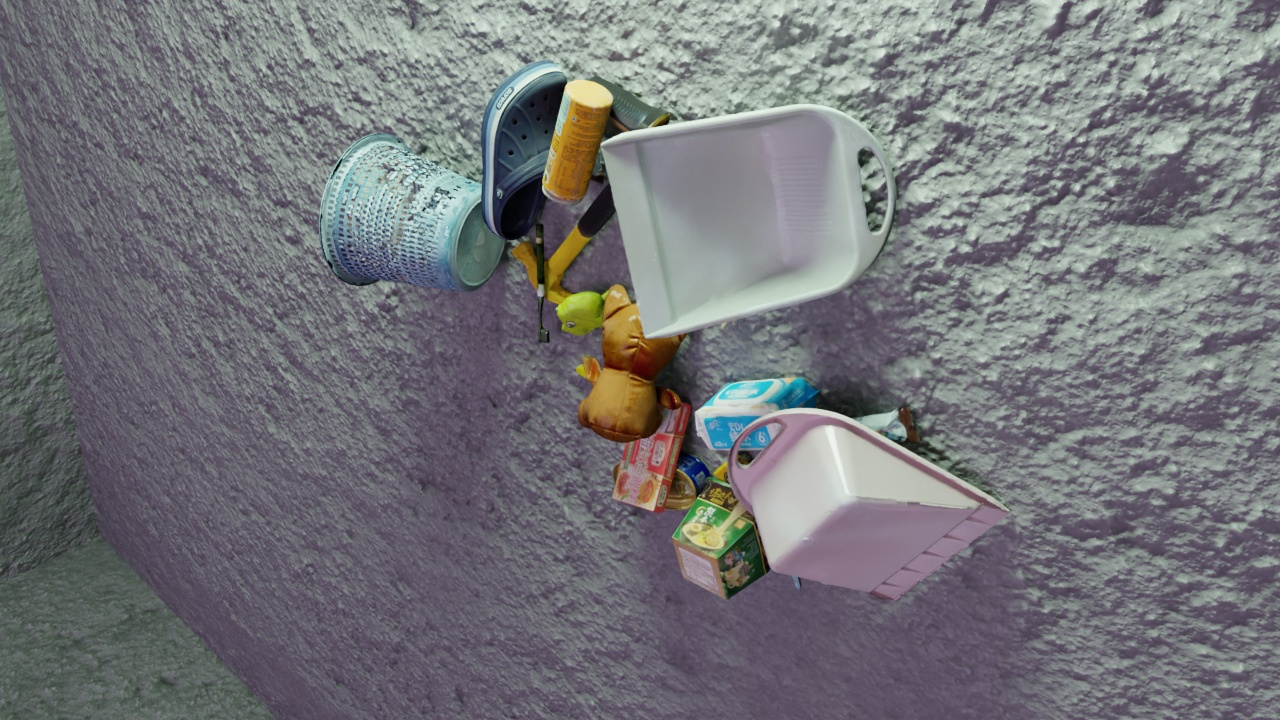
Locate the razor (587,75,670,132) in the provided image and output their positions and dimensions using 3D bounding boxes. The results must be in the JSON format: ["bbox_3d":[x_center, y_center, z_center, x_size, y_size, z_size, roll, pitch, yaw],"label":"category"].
[{"bbox_3d":[-0.010,-0.293,1.106,0.167,0.062,0.068,40,163,25],"label":"razor"}]

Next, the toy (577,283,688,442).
[{"bbox_3d":[-0.007,0.007,1.202,0.140,0.130,0.200,12,104,-2],"label":"toy"}]

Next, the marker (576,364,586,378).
[{"bbox_3d":[-0.041,0.036,1.321,0.124,0.015,0.018,27,128,24],"label":"marker"}]

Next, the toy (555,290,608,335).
[{"bbox_3d":[-0.065,-0.066,1.253,0.100,0.031,0.097,16,133,-11],"label":"toy"}]

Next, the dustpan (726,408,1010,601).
[{"bbox_3d":[0.245,0.157,1.071,0.223,0.273,0.138,-53,34,39],"label":"dustpan"}]

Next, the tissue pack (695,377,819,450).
[{"bbox_3d":[0.141,0.063,1.125,0.140,0.089,0.063,-5,112,42],"label":"tissue pack"}]

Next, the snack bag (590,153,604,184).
[{"bbox_3d":[-0.070,-0.275,1.166,0.048,0.026,0.104,24,145,35],"label":"snack bag"}]

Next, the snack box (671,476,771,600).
[{"bbox_3d":[0.106,0.242,1.214,0.118,0.105,0.118,19,134,42],"label":"snack box"}]

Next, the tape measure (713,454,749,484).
[{"bbox_3d":[0.132,0.153,1.221,0.057,0.028,0.060,47,149,7],"label":"tape measure"}]

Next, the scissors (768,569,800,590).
[{"bbox_3d":[0.191,0.248,1.231,0.125,0.017,0.134,44,136,12],"label":"scissors"}]

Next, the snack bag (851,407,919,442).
[{"bbox_3d":[0.271,0.079,1.068,0.106,0.026,0.045,-11,100,41],"label":"snack bag"}]

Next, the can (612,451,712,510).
[{"bbox_3d":[0.030,0.167,1.301,0.148,0.049,0.075,1,112,40],"label":"can"}]

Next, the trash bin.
[{"bbox_3d":[-0.308,-0.192,1.313,0.195,0.225,0.227,18,123,18],"label":"trash bin"}]

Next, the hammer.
[{"bbox_3d":[-0.071,-0.174,1.216,0.129,0.032,0.302,52,138,5],"label":"hammer"}]

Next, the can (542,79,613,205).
[{"bbox_3d":[-0.078,-0.263,1.114,0.058,0.058,0.146,40,135,18],"label":"can"}]

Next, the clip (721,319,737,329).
[{"bbox_3d":[0.093,-0.091,1.128,0.096,0.034,0.101,5,110,37],"label":"clip"}]

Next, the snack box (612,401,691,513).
[{"bbox_3d":[0.015,0.125,1.254,0.075,0.025,0.153,12,85,38],"label":"snack box"}]

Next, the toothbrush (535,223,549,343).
[{"bbox_3d":[-0.137,-0.104,1.287,0.017,0.012,0.186,21,127,27],"label":"toothbrush"}]

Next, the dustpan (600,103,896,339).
[{"bbox_3d":[0.124,-0.153,0.961,0.143,0.257,0.223,20,126,61],"label":"dustpan"}]

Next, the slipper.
[{"bbox_3d":[-0.147,-0.259,1.195,0.095,0.104,0.253,37,131,22],"label":"slipper"}]
